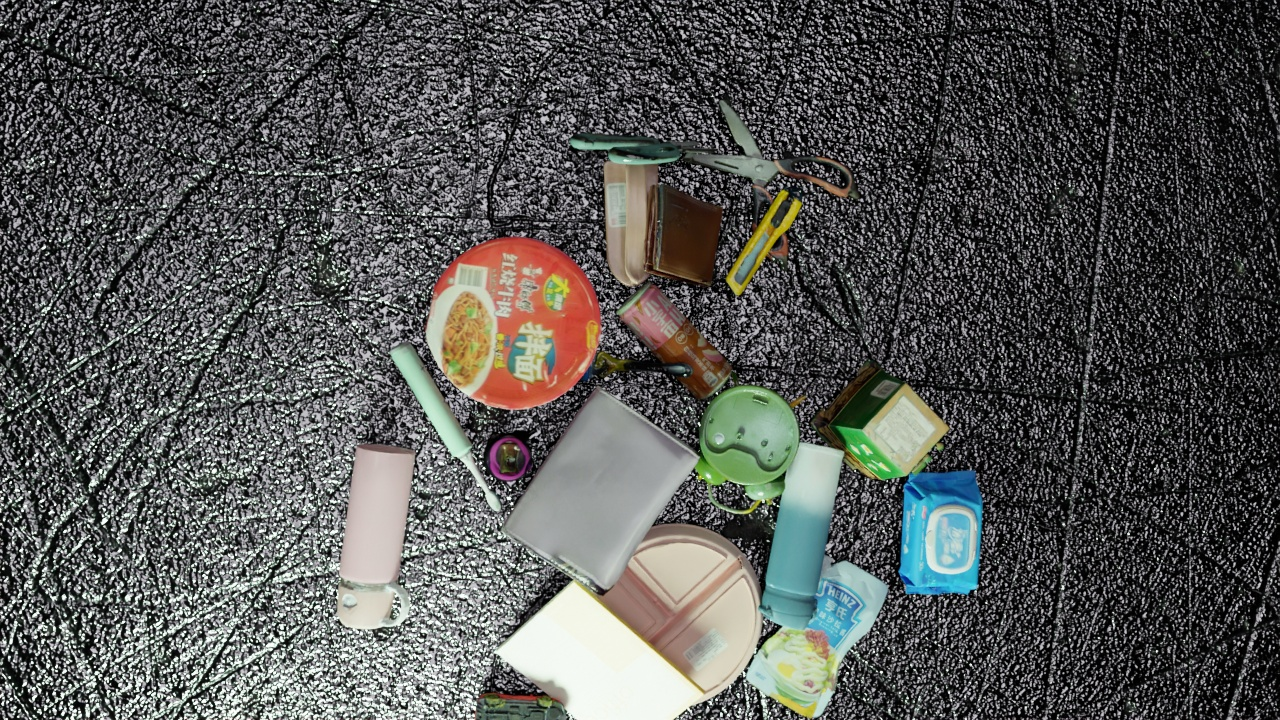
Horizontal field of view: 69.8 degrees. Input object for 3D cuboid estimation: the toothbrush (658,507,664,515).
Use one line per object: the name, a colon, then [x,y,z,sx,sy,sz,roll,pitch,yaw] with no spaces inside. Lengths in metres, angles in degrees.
toothbrush: [-0.028,0.237,1.098,0.014,0.018,0.189,40,86,-10]

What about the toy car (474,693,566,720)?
toy car: [-0.140,0.416,1.074,0.106,0.031,0.049,5,91,-6]

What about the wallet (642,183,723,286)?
wallet: [0.051,-0.144,1.066,0.124,0.032,0.101,9,86,-51]

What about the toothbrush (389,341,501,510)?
toothbrush: [-0.221,0.078,1.058,0.026,0.027,0.224,-30,95,6]

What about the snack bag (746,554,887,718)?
snack bag: [0.219,0.335,1.130,0.110,0.039,0.191,31,85,3]

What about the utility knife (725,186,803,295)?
utility knife: [0.151,-0.146,1.103,0.033,0.015,0.154,33,86,-5]

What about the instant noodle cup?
instant noodle cup: [-0.144,-0.043,1.049,0.193,0.066,0.194,0,92,-10]

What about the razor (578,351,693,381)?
razor: [-0.006,0.006,1.073,0.143,0.022,0.043,4,100,18]

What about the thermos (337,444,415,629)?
thermos: [-0.289,0.197,1.024,0.087,0.067,0.198,6,88,22]

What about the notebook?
notebook: [-0.047,0.363,1.070,0.206,0.010,0.146,43,110,-8]

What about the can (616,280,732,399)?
can: [0.041,-0.023,1.083,0.058,0.058,0.147,-45,97,-6]

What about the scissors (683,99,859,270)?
scissors: [0.162,-0.224,1.120,0.189,0.015,0.222,-25,95,-8]

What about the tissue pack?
tissue pack: [0.376,0.215,1.144,0.095,0.052,0.157,3,91,-9]

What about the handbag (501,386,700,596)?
handbag: [-0.043,0.148,1.048,0.145,0.098,0.197,34,87,9]

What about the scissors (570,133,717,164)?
scissors: [-0.006,-0.246,1.051,0.172,0.179,0.019,-24,124,-49]

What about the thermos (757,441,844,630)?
thermos: [0.194,0.209,1.100,0.070,0.070,0.220,12,85,-9]

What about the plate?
plate: [0.039,0.309,1.096,0.229,0.028,0.229,-1,96,-9]

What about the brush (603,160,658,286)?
brush: [-0.010,-0.159,1.065,0.063,0.073,0.145,-1,93,-10]

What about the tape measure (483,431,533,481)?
tape measure: [-0.153,0.112,1.063,0.057,0.039,0.058,1,91,-9]

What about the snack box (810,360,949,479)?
snack box: [0.296,0.076,1.101,0.117,0.106,0.118,44,83,-7]

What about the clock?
clock: [0.126,0.102,1.084,0.116,0.056,0.161,19,94,15]
